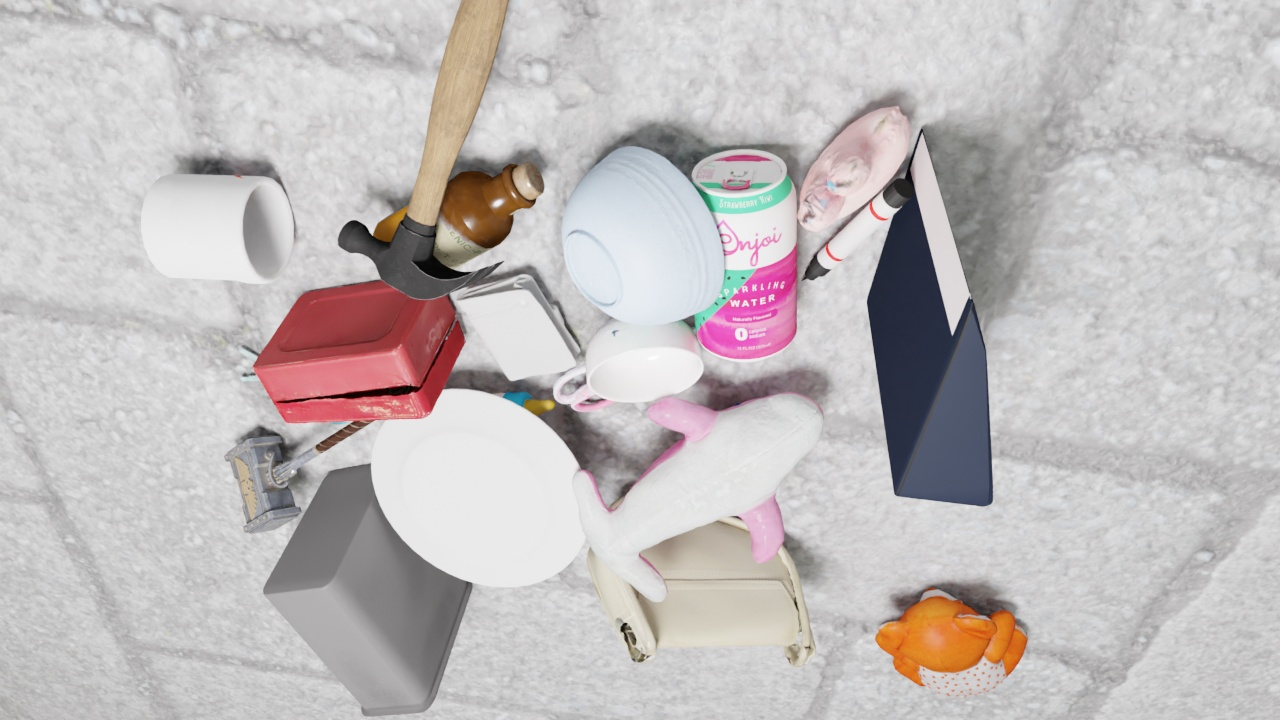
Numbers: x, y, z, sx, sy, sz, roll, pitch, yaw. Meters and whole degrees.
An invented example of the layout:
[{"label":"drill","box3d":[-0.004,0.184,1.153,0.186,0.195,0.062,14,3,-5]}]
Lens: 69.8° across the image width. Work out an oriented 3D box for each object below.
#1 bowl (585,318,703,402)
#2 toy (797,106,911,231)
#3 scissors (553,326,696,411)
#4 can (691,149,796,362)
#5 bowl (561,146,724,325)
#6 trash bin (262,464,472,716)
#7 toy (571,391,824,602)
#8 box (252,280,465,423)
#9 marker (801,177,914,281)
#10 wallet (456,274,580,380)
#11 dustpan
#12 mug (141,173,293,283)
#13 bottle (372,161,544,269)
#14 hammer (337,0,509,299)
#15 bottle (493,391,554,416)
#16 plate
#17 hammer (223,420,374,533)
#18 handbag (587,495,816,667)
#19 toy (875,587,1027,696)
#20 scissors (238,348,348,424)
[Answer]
[{"label":"bowl","box3d":[0.001,-0.008,0.826,0.105,0.054,0.105,-8,153,-4]},{"label":"toy","box3d":[0.156,-0.140,0.695,0.053,0.104,0.109,44,133,0]},{"label":"scissors","box3d":[-0.007,0.003,0.889,0.174,0.017,0.076,-29,142,24]},{"label":"can","box3d":[0.085,-0.083,0.762,0.088,0.088,0.166,0,130,10]},{"label":"bowl","box3d":[-0.013,-0.087,0.734,0.150,0.074,0.151,38,147,30]},{"label":"trash bin","box3d":[-0.300,0.261,1.049,0.098,0.191,0.220,-11,125,17]},{"label":"toy","box3d":[0.065,0.114,0.902,0.266,0.127,0.186,-35,93,13]},{"label":"box","box3d":[-0.257,-0.004,0.859,0.158,0.129,0.087,-6,130,14]},{"label":"marker","box3d":[0.173,-0.101,0.756,0.019,0.019,0.146,24,149,-11]},{"label":"wallet","box3d":[-0.114,-0.032,0.875,0.086,0.032,0.116,-8,136,17]},{"label":"dustpan","box3d":[0.233,0.001,0.712,0.080,0.235,0.274,8,130,1]},{"label":"mug","box3d":[-0.368,-0.108,0.820,0.090,0.090,0.121,3,147,7]},{"label":"bottle","box3d":[-0.150,-0.122,0.782,0.157,0.067,0.068,-23,122,26]},{"label":"hammer","box3d":[-0.137,-0.189,0.696,0.132,0.040,0.306,30,115,12]},{"label":"bottle","box3d":[-0.153,0.061,0.946,0.146,0.051,0.051,-15,126,20]},{"label":"plate","box3d":[-0.170,0.141,0.949,0.243,0.016,0.243,6,117,12]},{"label":"hammer","box3d":[-0.320,0.083,0.960,0.323,0.044,0.098,-28,75,30]},{"label":"handbag","box3d":[0.056,0.258,1.005,0.229,0.183,0.132,5,135,-16]},{"label":"toy","box3d":[0.356,0.325,1.067,0.164,0.092,0.172,-16,138,25]},{"label":"scissors","box3d":[-0.355,0.016,0.968,0.136,0.015,0.126,33,126,-25]}]
